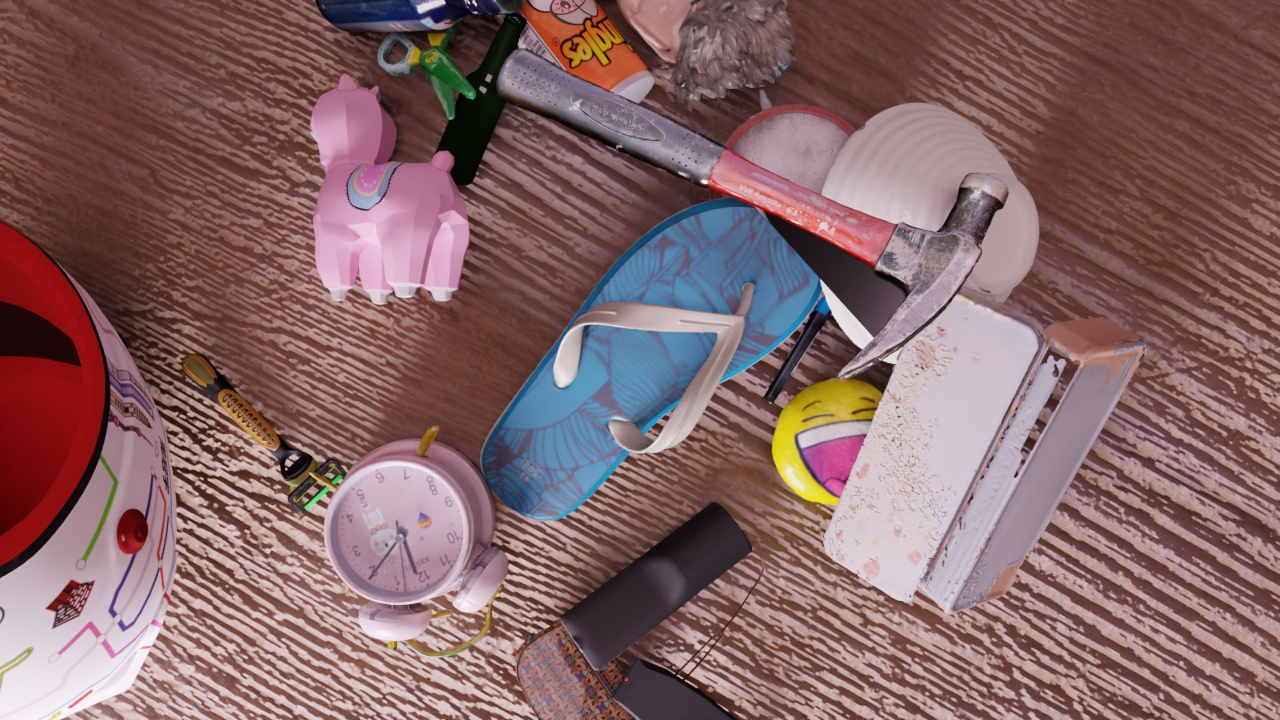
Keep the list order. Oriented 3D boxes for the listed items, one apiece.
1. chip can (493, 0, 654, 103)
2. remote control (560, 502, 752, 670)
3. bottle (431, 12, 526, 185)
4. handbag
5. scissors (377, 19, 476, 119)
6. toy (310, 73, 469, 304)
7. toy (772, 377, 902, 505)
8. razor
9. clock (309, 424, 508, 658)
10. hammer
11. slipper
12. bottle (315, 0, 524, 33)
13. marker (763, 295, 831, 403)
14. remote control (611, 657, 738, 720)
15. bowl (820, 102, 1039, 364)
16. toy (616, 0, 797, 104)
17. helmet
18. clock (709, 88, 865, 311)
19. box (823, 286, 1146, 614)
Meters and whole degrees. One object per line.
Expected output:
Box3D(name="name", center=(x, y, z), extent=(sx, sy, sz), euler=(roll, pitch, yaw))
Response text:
Box3D(name="chip can", center=(-0.078, -0.261, 0.646), extent=(0.062, 0.062, 0.210), euler=(-38, 89, 1))
Box3D(name="remote control", center=(0.012, 0.157, 0.646), extent=(0.140, 0.021, 0.045), euler=(-35, 73, -12))
Box3D(name="bottle", center=(-0.110, -0.182, 0.638), extent=(0.033, 0.033, 0.123), euler=(31, 116, 1))
Box3D(name="handbag", center=(0.005, 0.197, 0.666), extent=(0.195, 0.043, 0.093), euler=(-35, 86, -7))
Box3D(name="scissors", center=(-0.151, -0.202, 0.640), extent=(0.078, 0.013, 0.131), euler=(-28, 55, 13))
Box3D(name="toy", center=(-0.180, -0.119, 0.638), extent=(0.123, 0.067, 0.157), euler=(-2, 89, 27))
Box3D(name="toy", center=(0.141, 0.058, 0.652), extent=(0.095, 0.041, 0.094), euler=(-8, 95, 1))
Box3D(name="razor", center=(-0.282, 0.047, 0.672), extent=(0.144, 0.021, 0.044), euler=(45, 73, 0))
Box3D(name="clock", center=(-0.159, 0.133, 0.650), extent=(0.117, 0.059, 0.158), euler=(-22, 90, 2))
Box3D(name="hammer", center=(0.044, -0.111, 0.571), extent=(0.326, 0.036, 0.140), euler=(29, 91, 16))
Box3D(name="slipper", center=(-0.004, 0.004, 0.616), extent=(0.118, 0.060, 0.295), euler=(45, 105, -1))
Box3D(name="bottle", center=(-0.151, -0.253, 0.622), extent=(0.161, 0.056, 0.056), euler=(10, 90, 30))
Box3D(name="marker", center=(0.123, -0.023, 0.663), extent=(0.015, 0.018, 0.123), euler=(31, 92, 6))
Box3D(name="remote control", center=(0.037, 0.253, 0.647), extent=(0.124, 0.010, 0.039), euler=(37, 83, -19))
Box3D(name="bowl", center=(0.205, -0.081, 0.596), extent=(0.177, 0.071, 0.177), euler=(-4, 99, -28))
Box3D(name="toy", center=(0.034, -0.246, 0.629), extent=(0.176, 0.132, 0.076), euler=(37, 134, 17))
Box3D(name="helmet", center=(-0.422, 0.083, 0.572), extent=(0.230, 0.237, 0.314), euler=(-14, 68, -30))
Box3D(name="clock", center=(0.098, -0.099, 0.643), extent=(0.110, 0.062, 0.157), euler=(17, 96, 1))
Box3D(name="box", center=(0.215, 0.059, 0.602), extent=(0.121, 0.094, 0.218), euler=(-3, 124, -30))
